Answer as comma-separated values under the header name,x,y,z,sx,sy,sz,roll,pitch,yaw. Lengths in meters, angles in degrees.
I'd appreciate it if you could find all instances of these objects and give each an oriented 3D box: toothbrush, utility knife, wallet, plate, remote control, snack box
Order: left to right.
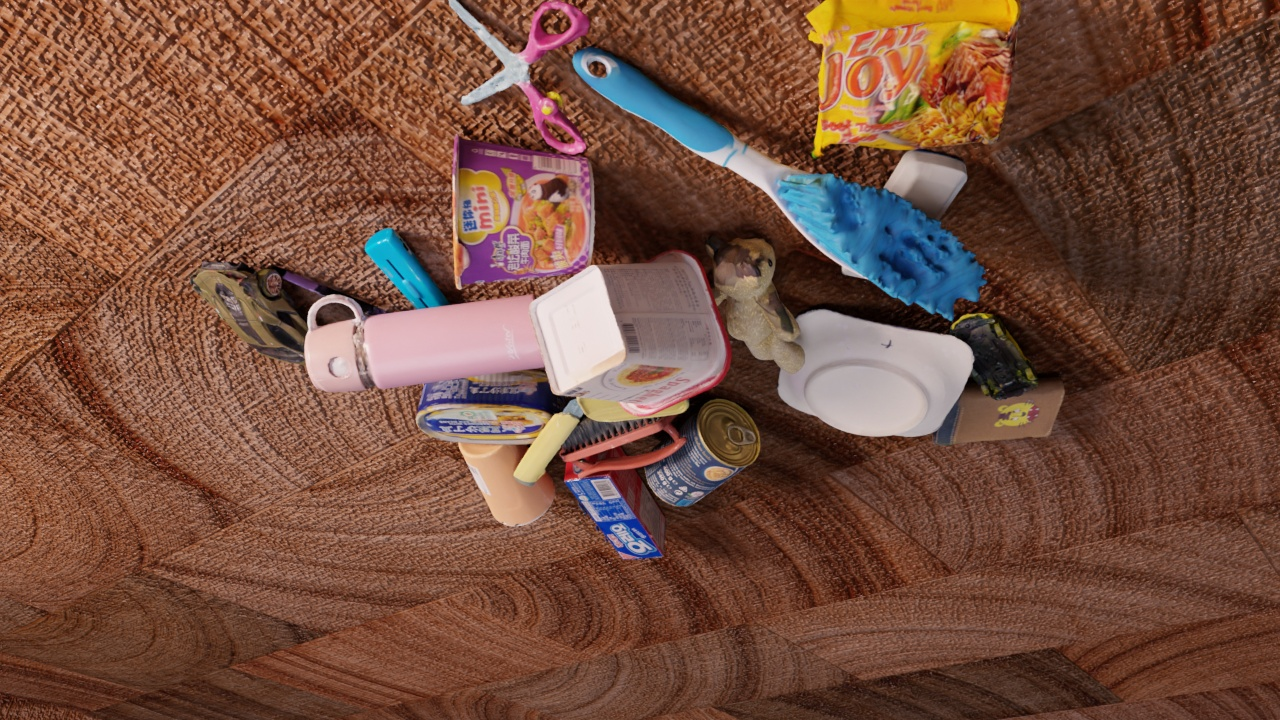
name,x,y,z,sx,sy,sz,roll,pitch,yaw
toothbrush,-0.239,-0.044,0.824,0.189,0.014,0.017,24,143,-15
utility knife,-0.188,-0.052,0.821,0.034,0.018,0.182,-9,143,16
utility knife,-0.090,0.084,0.910,0.031,0.019,0.184,14,147,-20
snack box,-0.025,0.165,1.065,0.057,0.058,0.207,-8,142,16
plate,0.210,0.026,0.847,0.164,0.034,0.164,12,144,9
remote control,0.200,-0.106,0.702,0.049,0.024,0.125,11,144,-7
wallet,0.346,0.051,0.897,0.115,0.033,0.090,-6,142,8

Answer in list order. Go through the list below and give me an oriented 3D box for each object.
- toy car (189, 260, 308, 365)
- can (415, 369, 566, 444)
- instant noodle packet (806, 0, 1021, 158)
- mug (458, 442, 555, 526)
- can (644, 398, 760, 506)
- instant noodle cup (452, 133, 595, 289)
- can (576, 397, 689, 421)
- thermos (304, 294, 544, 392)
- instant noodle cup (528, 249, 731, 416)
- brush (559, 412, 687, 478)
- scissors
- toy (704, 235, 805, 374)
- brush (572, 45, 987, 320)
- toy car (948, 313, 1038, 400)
name,x,y,z,sx,sy,sz,roll,pitch,yaw
toy car,-0.338,-0.037,0.829,0.070,0.042,0.158,4,148,20
can,-0.150,0.046,0.924,0.148,0.049,0.075,1,144,4
instant noodle packet,0.171,-0.181,0.588,0.128,0.044,0.111,-2,139,8
mug,-0.150,0.117,1.003,0.078,0.078,0.123,-7,138,14
can,0.062,0.098,0.951,0.075,0.075,0.111,21,141,-21
instant noodle cup,-0.086,-0.106,0.669,0.099,0.111,0.112,1,145,-10
can,-0.005,0.005,0.823,0.102,0.083,0.057,-8,142,16
thermos,-0.187,-0.023,0.796,0.198,0.067,0.087,-6,108,-4
instant noodle cup,-0.010,-0.021,0.705,0.117,0.116,0.124,-27,164,33
brush,-0.023,0.078,0.929,0.146,0.063,0.069,-22,100,33
scissors,-0.075,-0.191,0.606,0.134,0.017,0.133,-17,128,45
toy,0.101,-0.043,0.771,0.105,0.066,0.157,35,166,41
brush,0.098,-0.122,0.628,0.314,0.109,0.060,27,97,-26
toy car,0.315,-0.007,0.821,0.048,0.032,0.105,-26,123,35
